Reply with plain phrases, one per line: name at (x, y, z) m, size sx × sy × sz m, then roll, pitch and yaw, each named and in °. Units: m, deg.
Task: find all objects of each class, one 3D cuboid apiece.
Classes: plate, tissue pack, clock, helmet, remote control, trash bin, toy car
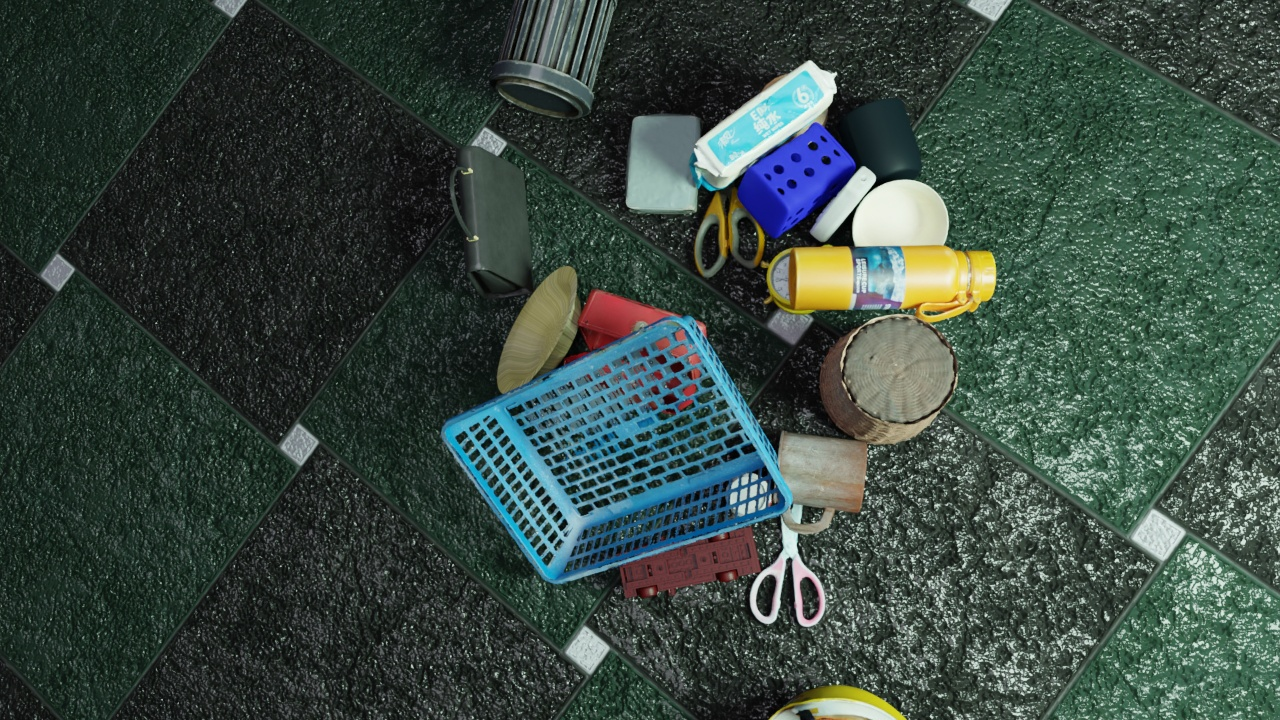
plate at (-0.121, -0.032, 1.189) m, size 0.036 × 0.184 × 0.184 m, roll 29°, pitch 88°, yaw -25°
tissue pack at (0.153, -0.291, 1.142) m, size 0.209 × 0.117 × 0.066 m, roll -35°, pitch 91°, yaw 1°
clock at (0.215, -0.104, 1.169) m, size 0.119 × 0.057 × 0.083 m, roll -5°, pitch 81°, yaw 16°
helmet at (0.223, 0.481, 1.050) m, size 0.209 × 0.139 × 0.240 m, roll 41°, pitch 104°, yaw 13°
remote control at (0.251, -0.193, 1.148) m, size 0.028 × 0.115 × 0.060 m, roll 39°, pitch 60°, yaw 4°
trash bin at (-0.107, -0.456, 1.231) m, size 0.164 × 0.164 × 0.227 m, roll 15°, pitch 89°, yaw 12°
trash bin at (0.284, 0.017, 1.062) m, size 0.151 × 0.210 × 0.151 m, roll -2°, pitch 81°, yaw 10°
toy car at (0.062, 0.250, 1.147) m, size 0.170 × 0.062 × 0.070 m, roll -13°, pitch 80°, yaw 9°

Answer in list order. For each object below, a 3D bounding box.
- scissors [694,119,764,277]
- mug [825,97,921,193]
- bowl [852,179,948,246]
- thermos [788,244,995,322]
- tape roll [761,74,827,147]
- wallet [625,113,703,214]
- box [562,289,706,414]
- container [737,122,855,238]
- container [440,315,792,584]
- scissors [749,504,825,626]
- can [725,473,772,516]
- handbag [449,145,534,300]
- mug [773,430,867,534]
scissors at (0.105, -0.218, 1.224) m, size 0.114 × 0.016 × 0.228 m, roll -16°, pitch 70°, yaw 26°
mug at (0.291, -0.263, 1.171) m, size 0.122 × 0.085 × 0.094 m, roll -23°, pitch 77°, yaw 35°
bowl at (0.317, -0.170, 1.143) m, size 0.115 × 0.062 × 0.115 m, roll 1°, pitch 108°, yaw 3°
thermos at (0.297, -0.091, 1.093) m, size 0.233 × 0.076 × 0.091 m, roll -1°, pitch 94°, yaw 2°
tape roll at (0.201, -0.331, 1.218) m, size 0.094 × 0.027 × 0.094 m, roll -2°, pitch 82°, yaw 10°
wallet at (0.033, -0.260, 1.230) m, size 0.100 × 0.054 × 0.131 m, roll 5°, pitch 86°, yaw 19°
box at (0.000, -0.013, 1.163) m, size 0.157 × 0.137 × 0.126 m, roll 15°, pitch 94°, yaw 11°
container at (0.194, -0.226, 1.158) m, size 0.113 × 0.085 × 0.084 m, roll -36°, pitch 78°, yaw -17°
container at (-0.026, 0.102, 1.079) m, size 0.363 × 0.089 × 0.257 m, roll -24°, pitch 107°, yaw 29°
scissors at (0.173, 0.244, 1.152) m, size 0.101 × 0.016 × 0.178 m, roll -7°, pitch 81°, yaw 10°
can at (0.135, 0.166, 1.127) m, size 0.054 × 0.096 × 0.054 m, roll -1°, pitch 82°, yaw 10°
handbag at (-0.207, -0.188, 1.190) m, size 0.072 × 0.195 × 0.175 m, roll -8°, pitch 81°, yaw 9°
mug at (0.216, 0.151, 1.115) m, size 0.110 × 0.096 × 0.122 m, roll 5°, pitch 76°, yaw 15°
